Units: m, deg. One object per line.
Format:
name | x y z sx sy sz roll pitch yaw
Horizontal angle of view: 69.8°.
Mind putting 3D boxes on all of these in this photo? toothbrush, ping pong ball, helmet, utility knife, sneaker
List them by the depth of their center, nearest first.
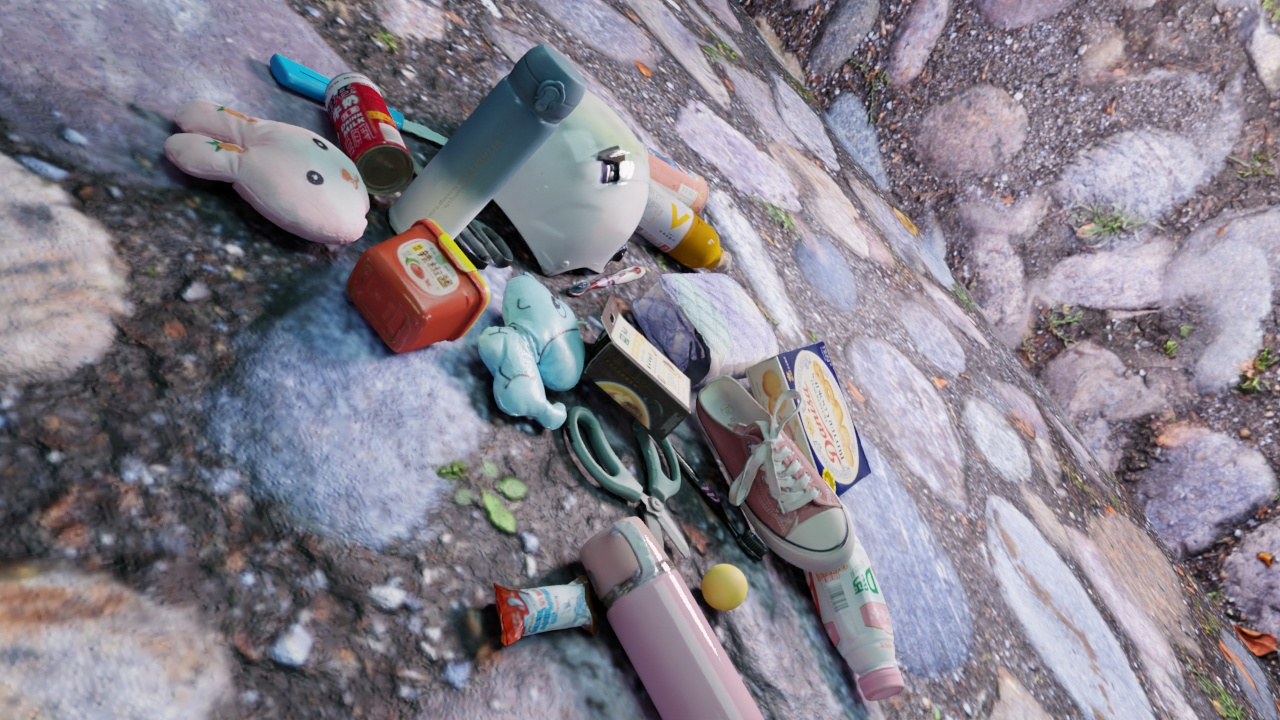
ping pong ball | 0.074 0.200 0.807 0.040 0.040 0.040 35 30 -24
toothbrush | 0.062 0.123 0.919 0.189 0.018 0.014 50 29 8
utility knife | -0.275 -0.255 0.929 0.204 0.018 0.034 15 41 -48
sneaker | 0.131 0.104 0.933 0.241 0.118 0.088 56 -11 28
helmet | -0.077 -0.224 1.031 0.229 0.146 0.258 51 27 6
toothbrush | -0.034 -0.096 1.066 0.016 0.017 0.187 52 28 6

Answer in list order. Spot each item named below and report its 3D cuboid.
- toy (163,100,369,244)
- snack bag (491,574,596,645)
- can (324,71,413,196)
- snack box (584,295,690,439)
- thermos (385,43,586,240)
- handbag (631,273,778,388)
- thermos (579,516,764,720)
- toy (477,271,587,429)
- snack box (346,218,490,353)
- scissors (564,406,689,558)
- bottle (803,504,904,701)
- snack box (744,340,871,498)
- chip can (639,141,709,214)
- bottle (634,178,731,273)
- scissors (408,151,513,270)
toy | -0.292 -0.151 0.732 0.159 0.054 0.121 22 36 -33
snack bag | -0.067 0.176 0.652 0.104 0.026 0.048 13 55 -47
can | -0.253 -0.212 0.848 0.053 0.053 0.132 16 33 -45
snack box | -0.005 0.005 0.911 0.125 0.053 0.113 41 13 -8
thermos | -0.137 -0.185 0.814 0.070 0.221 0.070 37 29 -25
handbag | 0.079 -0.034 1.088 0.193 0.076 0.134 -7 59 -56
thermos | 0.026 0.209 0.680 0.067 0.087 0.198 -22 70 -23
toy | -0.093 -0.013 0.838 0.156 0.050 0.161 -4 65 -58
snack box | -0.182 -0.056 0.741 0.091 0.082 0.079 50 41 6
scissors | -0.013 0.102 0.837 0.176 0.019 0.174 31 32 -31
bottle | 0.211 0.240 0.928 0.068 0.068 0.196 21 40 -41
snack box | 0.206 0.075 1.101 0.182 0.046 0.178 -14 84 -60
chip can | 0.005 -0.264 1.285 0.214 0.071 0.071 18 39 -45
bottle | 0.044 -0.178 1.232 0.189 0.068 0.067 33 31 -27
scissors | -0.191 -0.156 0.928 0.150 0.014 0.170 25 30 -38
